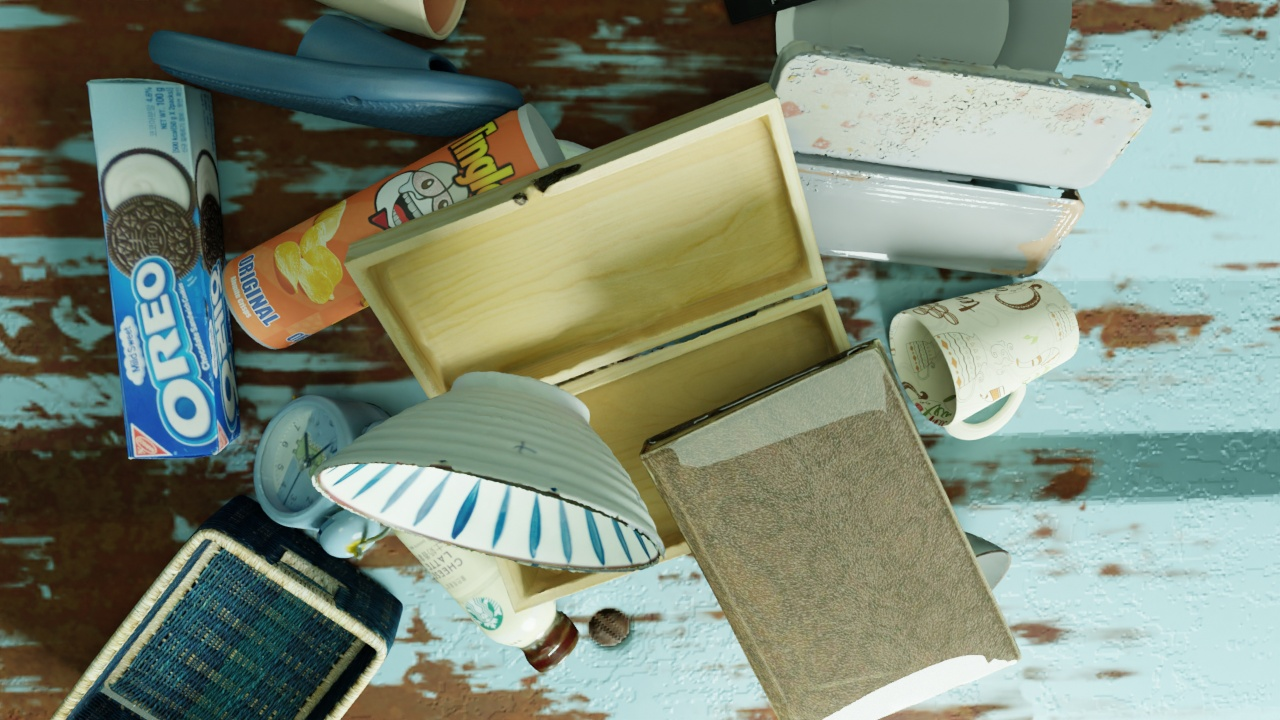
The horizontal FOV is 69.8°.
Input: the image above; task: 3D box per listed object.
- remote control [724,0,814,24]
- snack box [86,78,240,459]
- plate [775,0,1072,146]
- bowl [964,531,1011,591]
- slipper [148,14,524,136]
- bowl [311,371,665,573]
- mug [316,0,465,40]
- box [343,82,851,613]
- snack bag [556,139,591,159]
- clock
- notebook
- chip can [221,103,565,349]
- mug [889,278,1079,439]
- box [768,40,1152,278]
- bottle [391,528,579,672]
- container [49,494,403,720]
[{"bbox_3d":[0.111,-0.242,0.562,0.125,0.010,0.039,-15,102,22],"label":"remote control"},{"bbox_3d":[-0.290,-0.054,0.566,0.059,0.059,0.226,-1,101,-9],"label":"snack box"},{"bbox_3d":[0.172,-0.210,0.570,0.173,0.019,0.173,5,108,16],"label":"plate"},{"bbox_3d":[0.175,0.157,0.626,0.151,0.151,0.056,-38,57,3],"label":"bowl"},{"bbox_3d":[-0.174,-0.171,0.531,0.213,0.103,0.059,9,98,-2],"label":"slipper"},{"bbox_3d":[-0.069,0.052,0.472,0.177,0.178,0.070,14,66,-7],"label":"bowl"},{"bbox_3d":[-0.155,-0.252,0.531,0.104,0.085,0.111,14,72,4],"label":"mug"},{"bbox_3d":[-0.003,0.002,0.545,0.247,0.096,0.261,-20,113,5],"label":"box"},{"bbox_3d":[-0.040,-0.078,0.591,0.077,0.036,0.116,16,99,-7],"label":"snack bag"},{"bbox_3d":[-0.187,0.069,0.571,0.125,0.051,0.088,21,86,32],"label":"clock"},{"bbox_3d":[0.092,0.120,0.525,0.190,0.034,0.215,-26,102,7],"label":"notebook"},{"bbox_3d":[-0.145,-0.077,0.551,0.210,0.062,0.062,-25,102,11],"label":"chip can"},{"bbox_3d":[0.234,0.006,0.620,0.097,0.081,0.122,-21,123,-8],"label":"mug"},{"bbox_3d":[0.172,-0.120,0.558,0.216,0.042,0.149,7,137,-6],"label":"box"},{"bbox_3d":[-0.106,0.140,0.619,0.056,0.056,0.162,-38,102,3],"label":"bottle"},{"bbox_3d":[-0.271,0.205,0.611,0.145,0.071,0.187,38,96,-10],"label":"container"}]
